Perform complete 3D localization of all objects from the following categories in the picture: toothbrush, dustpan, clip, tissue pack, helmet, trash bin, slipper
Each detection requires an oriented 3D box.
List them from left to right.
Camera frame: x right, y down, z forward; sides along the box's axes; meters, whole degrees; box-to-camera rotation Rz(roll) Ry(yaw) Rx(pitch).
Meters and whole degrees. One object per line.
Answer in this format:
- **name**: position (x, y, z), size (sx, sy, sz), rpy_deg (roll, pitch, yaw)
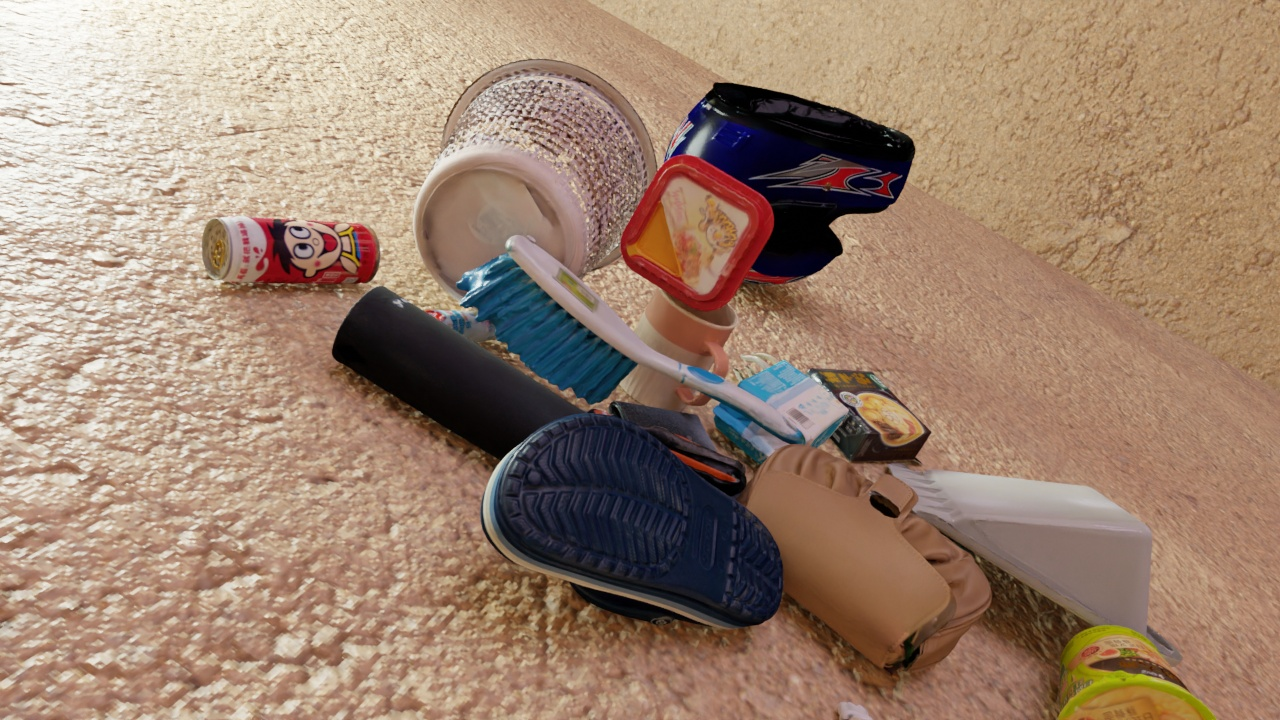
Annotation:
- **trash bin**: position (-0.108, -0.147, 0.855), size (0.227, 0.228, 0.191), rpy_deg (26, 30, -5)
- **slipper**: position (-0.005, 0.116, 0.615), size (0.252, 0.095, 0.105), rpy_deg (29, 50, -36)
- **helmet**: position (0.182, -0.220, 1.229), size (0.315, 0.241, 0.247), rpy_deg (10, 31, -12)
- **clip**: position (0.148, 0.029, 0.988), size (0.100, 0.075, 0.034), rpy_deg (37, 26, 26)
- **tissue pack**: position (0.137, 0.056, 0.898), size (0.090, 0.063, 0.139), rpy_deg (39, 29, 18)
- **toothbrush**: position (0.217, 0.273, 0.641), size (0.180, 0.016, 0.016), rpy_deg (22, 21, -10)
- **dustpan**: position (0.371, 0.195, 0.869), size (0.258, 0.142, 0.222), rpy_deg (3, 5, 10)

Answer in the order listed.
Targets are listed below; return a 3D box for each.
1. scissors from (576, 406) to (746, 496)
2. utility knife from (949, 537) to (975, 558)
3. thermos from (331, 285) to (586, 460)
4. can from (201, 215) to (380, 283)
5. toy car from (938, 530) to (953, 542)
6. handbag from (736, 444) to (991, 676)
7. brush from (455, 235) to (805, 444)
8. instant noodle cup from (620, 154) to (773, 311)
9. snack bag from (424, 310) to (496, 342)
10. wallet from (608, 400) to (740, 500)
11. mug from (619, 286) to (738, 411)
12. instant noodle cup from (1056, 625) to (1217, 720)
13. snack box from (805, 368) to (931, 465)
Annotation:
- **scissors**: position (-0.019, 0.054, 0.734), size (0.235, 0.022, 0.139), rpy_deg (20, 10, -17)
- **utility knife**: position (0.229, 0.149, 0.876), size (0.219, 0.013, 0.029), rpy_deg (20, 27, -15)
- **thermos**: position (-0.113, 0.036, 0.707), size (0.242, 0.068, 0.090), rpy_deg (32, -6, 3)
- **can**: position (-0.288, -0.091, 0.763), size (0.132, 0.053, 0.053), rpy_deg (-5, 41, -48)
- **toy car**: position (0.253, 0.175, 0.832), size (0.105, 0.031, 0.049), rpy_deg (13, 29, -31)
- **handbag**: position (0.170, 0.148, 0.724), size (0.204, 0.100, 0.147), rpy_deg (35, 30, 21)
- **brush**: position (-0.005, 0.005, 0.780), size (0.314, 0.110, 0.060), rpy_deg (41, 22, -15)
- **instant noodle cup**: position (0.060, -0.117, 0.852), size (0.116, 0.117, 0.124), rpy_deg (33, 14, 10)
- **snack bag**: position (-0.157, -0.030, 0.811), size (0.045, 0.026, 0.105), rpy_deg (32, 21, 34)
- **wallet**: position (0.032, 0.083, 0.803), size (0.097, 0.019, 0.120), rpy_deg (11, 33, -32)
- **mug**: position (0.040, -0.005, 0.866), size (0.081, 0.106, 0.114), rpy_deg (6, 34, -38)
- **instant noodle cup**: position (0.374, 0.267, 0.712), size (0.112, 0.112, 0.123), rpy_deg (33, 19, 9)
- **snack box**: position (0.252, 0.063, 1.022), size (0.125, 0.053, 0.113), rpy_deg (2, 36, -34)
